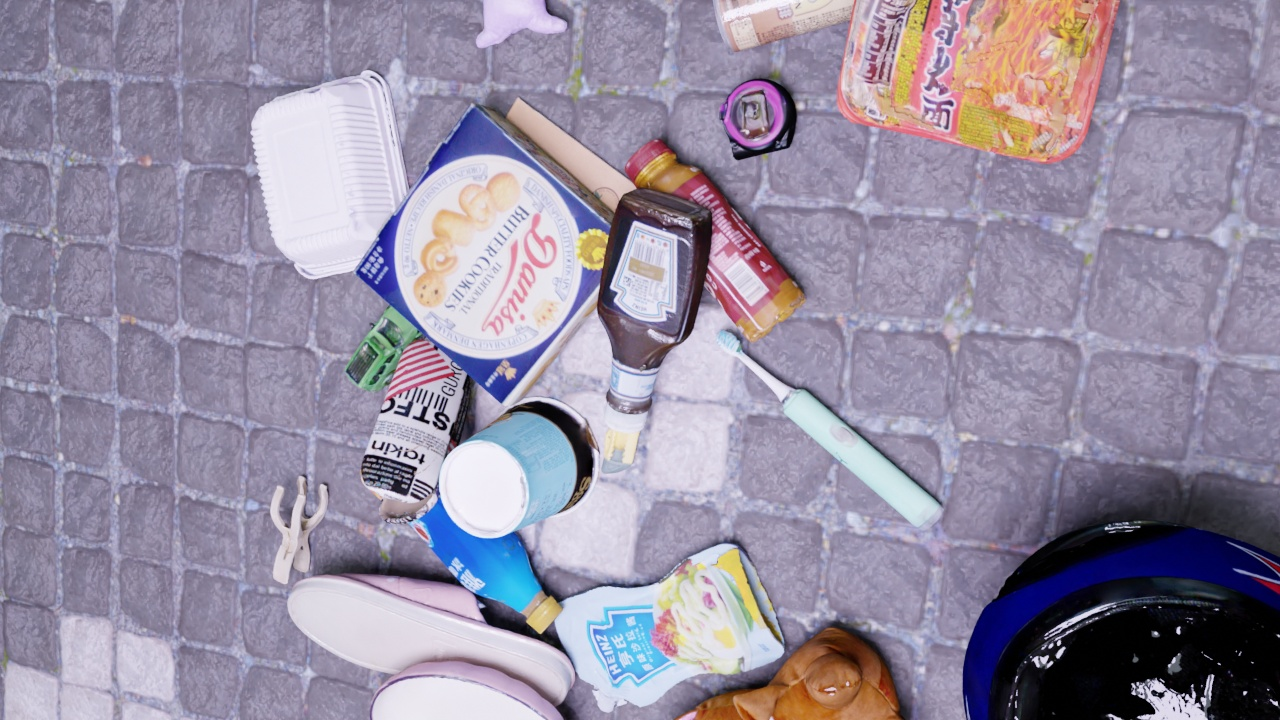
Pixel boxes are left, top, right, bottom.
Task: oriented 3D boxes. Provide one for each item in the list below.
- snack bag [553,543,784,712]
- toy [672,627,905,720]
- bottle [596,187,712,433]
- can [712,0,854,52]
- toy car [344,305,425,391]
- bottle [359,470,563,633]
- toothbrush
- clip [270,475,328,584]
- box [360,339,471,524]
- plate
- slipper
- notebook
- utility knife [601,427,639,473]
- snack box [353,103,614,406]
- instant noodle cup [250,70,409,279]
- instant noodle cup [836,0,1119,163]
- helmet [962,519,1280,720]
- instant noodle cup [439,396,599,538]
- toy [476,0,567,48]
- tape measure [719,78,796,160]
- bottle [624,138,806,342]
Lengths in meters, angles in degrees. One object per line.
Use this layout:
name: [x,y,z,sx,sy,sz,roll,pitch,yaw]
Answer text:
snack bag: [0.019,0.232,0.788,0.191,0.038,0.110,-26,94,21]
toy: [0.113,0.303,0.728,0.200,0.130,0.140,-33,108,26]
bottle: [0.003,-0.033,0.720,0.080,0.043,0.195,22,119,21]
can: [0.116,-0.274,0.685,0.116,0.058,0.058,-10,93,18]
toy car: [-0.235,-0.012,0.844,0.043,0.036,0.091,42,103,11]
bottle: [-0.156,0.156,0.820,0.218,0.065,0.065,43,107,9]
toothbrush: [0.146,0.052,0.730,0.224,0.027,0.026,41,67,10]
clip: [-0.339,0.165,0.882,0.035,0.081,0.104,19,91,15]
box: [-0.187,0.065,0.783,0.076,0.162,0.087,14,136,-10]
plate: [-0.145,0.328,0.822,0.192,0.038,0.193,7,127,10]
slipper: [-0.189,0.246,0.835,0.274,0.054,0.114,13,127,8]
notebook: [-0.107,-0.101,0.805,0.148,0.008,0.208,39,106,10]
utility knife: [-0.005,0.005,0.783,0.031,0.021,0.198,12,95,10]
snack box: [-0.121,-0.088,0.775,0.182,0.045,0.178,41,106,4]
instant noodle cup: [-0.286,-0.168,0.830,0.138,0.060,0.173,-9,92,19]
instant noodle cup: [0.224,-0.228,0.625,0.188,0.079,0.164,10,99,-11]
helmet: [0.329,0.218,0.572,0.248,0.239,0.315,-30,97,20]
instant noodle cup: [-0.105,0.093,0.767,0.111,0.120,0.111,2,97,18]
toy: [-0.103,-0.320,0.761,0.084,0.039,0.108,-1,94,18]
tape measure: [0.092,-0.189,0.713,0.057,0.039,0.058,-7,94,19]
bottle: [0.055,-0.098,0.726,0.058,0.057,0.175,-40,83,18]
